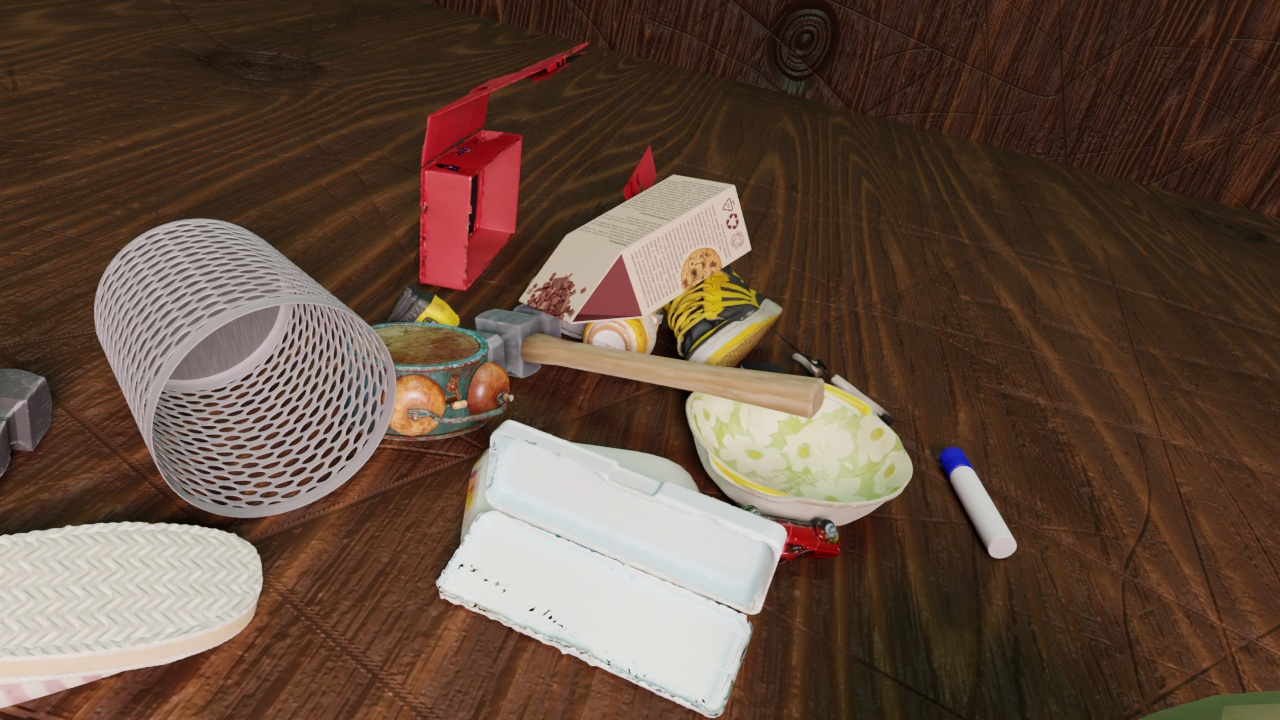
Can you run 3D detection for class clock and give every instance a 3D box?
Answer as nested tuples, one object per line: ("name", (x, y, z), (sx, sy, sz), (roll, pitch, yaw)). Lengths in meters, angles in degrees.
("clock", (-0.169, 0.026, 0.726), (0.121, 0.073, 0.158), (-11, 24, -40))

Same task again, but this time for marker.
("marker", (0.297, 0.123, 0.809), (0.027, 0.023, 0.133), (30, 23, -15))

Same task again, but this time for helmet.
("helmet", (0.210, 0.230, 0.284), (0.233, 0.256, 0.249), (34, 32, 28))

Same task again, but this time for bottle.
("bottle", (-0.014, -0.027, 0.912), (0.063, 0.063, 0.108), (20, 20, 13))

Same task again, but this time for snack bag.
("snack bag", (-0.008, -0.096, 0.869), (0.206, 0.070, 0.094), (-33, 32, -23))

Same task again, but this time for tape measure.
("tape measure", (-0.198, -0.029, 0.829), (0.064, 0.066, 0.037), (32, 19, -15))

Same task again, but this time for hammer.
("hammer", (-0.393, -0.060, 0.515), (0.043, 0.323, 0.156), (6, 28, -14))
("hammer", (-0.005, 0.005, 0.783), (0.323, 0.051, 0.117), (10, 23, 26))

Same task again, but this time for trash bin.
("trash bin", (-0.287, -0.005, 0.649), (0.156, 0.157, 0.183), (-11, 33, -39))

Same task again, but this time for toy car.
("toy car", (0.104, 0.132, 0.682), (0.091, 0.042, 0.036), (6, 65, -5))

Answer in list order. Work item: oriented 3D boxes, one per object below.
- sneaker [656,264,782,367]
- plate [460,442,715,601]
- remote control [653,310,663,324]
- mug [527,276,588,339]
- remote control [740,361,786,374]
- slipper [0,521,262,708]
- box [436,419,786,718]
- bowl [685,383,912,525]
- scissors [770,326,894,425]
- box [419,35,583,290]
("sneaker", (0.061, -0.048, 0.911), (0.122, 0.086, 0.238), (39, 19, 8))
("plate", (-0.035, 0.114, 0.682), (0.187, 0.016, 0.186), (9, 27, -9))
("remote control", (0.004, -0.079, 1.076), (0.050, 0.011, 0.135), (13, 27, -2))
("mug", (-0.066, -0.074, 0.971), (0.113, 0.071, 0.084), (21, 28, 11))
("remote control", (0.146, 0.041, 0.915), (0.045, 0.008, 0.146), (2, 29, -21))
("slipper", (-0.337, 0.133, 0.472), (0.262, 0.052, 0.115), (2, 27, -30))
("box", (-0.020, 0.125, 0.573), (0.197, 0.078, 0.122), (19, 68, 13))
("bowl", (0.124, 0.083, 0.768), (0.188, 0.060, 0.218), (26, 31, 23))
("scissors", (0.184, 0.012, 0.913), (0.170, 0.012, 0.157), (37, 0, -12))
("box", (-0.147, -0.272, 0.987), (0.124, 0.379, 0.211), (28, 26, -5))
